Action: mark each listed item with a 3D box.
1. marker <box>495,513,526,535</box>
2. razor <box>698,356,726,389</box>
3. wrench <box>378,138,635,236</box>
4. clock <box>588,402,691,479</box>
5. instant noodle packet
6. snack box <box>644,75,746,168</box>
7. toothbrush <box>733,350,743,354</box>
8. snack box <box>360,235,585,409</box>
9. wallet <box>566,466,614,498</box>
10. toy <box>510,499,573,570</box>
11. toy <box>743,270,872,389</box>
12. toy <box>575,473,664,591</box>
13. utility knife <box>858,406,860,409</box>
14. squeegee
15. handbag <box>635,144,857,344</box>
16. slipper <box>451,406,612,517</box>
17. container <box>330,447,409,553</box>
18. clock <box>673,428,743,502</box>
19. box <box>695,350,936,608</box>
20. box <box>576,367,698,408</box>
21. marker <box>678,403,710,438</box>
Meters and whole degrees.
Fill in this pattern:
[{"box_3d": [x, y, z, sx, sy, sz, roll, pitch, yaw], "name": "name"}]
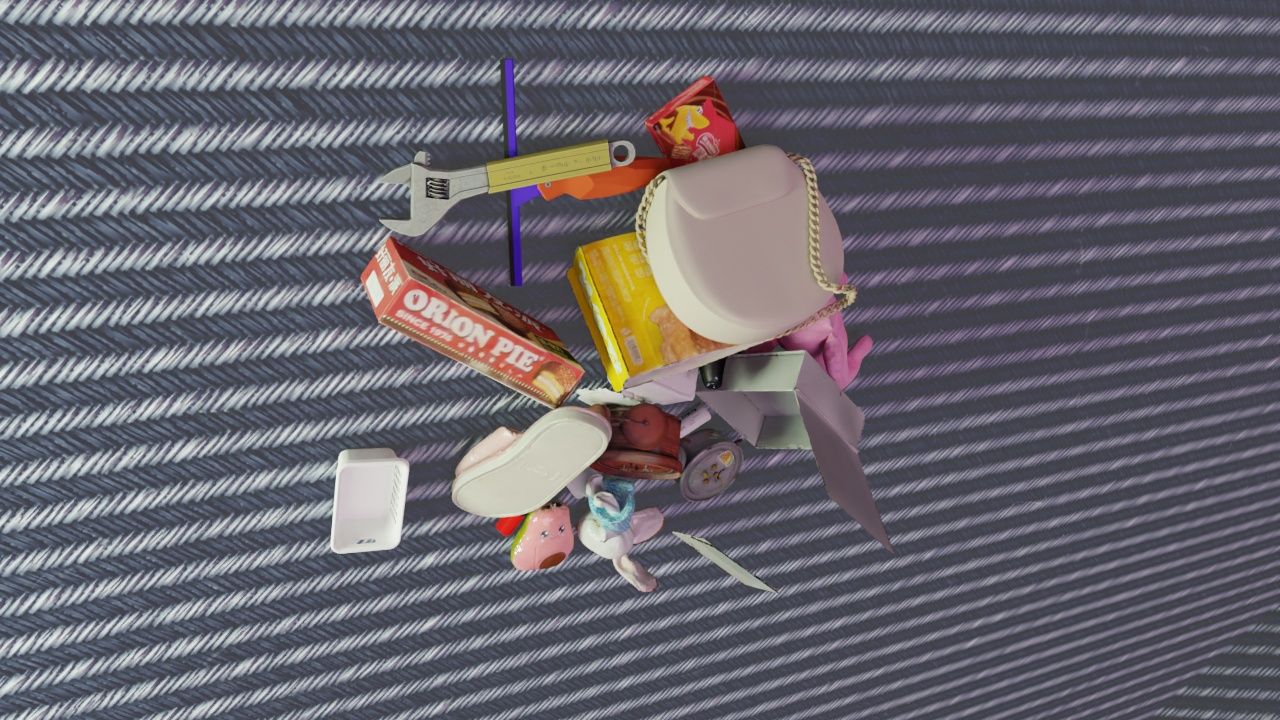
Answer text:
[{"box_3d": [-0.142, 0.172, 1.180, 0.023, 0.021, 0.145, 30, 118, -14], "name": "marker"}, {"box_3d": [0.081, -0.033, 1.117, 0.064, 0.140, 0.053, -1, 157, 9], "name": "razor"}, {"box_3d": [-0.138, -0.188, 0.949, 0.273, 0.018, 0.084, -11, 113, -3], "name": "wrench"}, {"box_3d": [-0.009, 0.100, 1.146, 0.157, 0.121, 0.072, 36, 57, -57], "name": "clock"}, {"box_3d": [0.047, -0.073, 1.062, 0.221, 0.163, 0.084, -17, 167, -21], "name": "instant noodle packet"}, {"box_3d": [0.071, -0.246, 1.053, 0.089, 0.021, 0.133, -37, 128, -3], "name": "snack box"}, {"box_3d": [0.147, -0.002, 1.239, 0.135, 0.017, 0.022, 25, 146, -35], "name": "toothbrush"}, {"box_3d": [-0.180, -0.037, 0.998, 0.236, 0.113, 0.060, 31, 101, -36], "name": "snack box"}, {"box_3d": [-0.077, 0.126, 1.198, 0.086, 0.032, 0.116, -40, 128, -1], "name": "wallet"}, {"box_3d": [-0.129, 0.232, 1.222, 0.090, 0.051, 0.110, -7, 121, -25], "name": "toy"}, {"box_3d": [0.232, -0.028, 1.200, 0.186, 0.128, 0.265, -41, 133, -4], "name": "toy"}, {"box_3d": [-0.043, 0.221, 1.222, 0.106, 0.130, 0.205, -7, 143, 15], "name": "toy"}, {"box_3d": [0.272, 0.085, 1.356, 0.128, 0.015, 0.022, -10, 91, -22], "name": "utility knife"}, {"box_3d": [-0.053, -0.201, 0.998, 0.184, 0.055, 0.250, -10, 122, -20], "name": "squeegee"}, {"box_3d": [0.118, -0.128, 1.007, 0.210, 0.104, 0.208, -20, 83, -24], "name": "handbag"}, {"box_3d": [-0.133, 0.117, 1.097, 0.114, 0.054, 0.275, 30, 135, -28], "name": "slipper"}, {"box_3d": [-0.323, 0.160, 1.085, 0.080, 0.049, 0.129, 0, 118, -26], "name": "container"}, {"box_3d": [0.080, 0.143, 1.263, 0.147, 0.056, 0.104, 11, 115, -39], "name": "clock"}, {"box_3d": [0.218, 0.108, 1.118, 0.150, 0.368, 0.167, -44, 127, 7], "name": "box"}, {"box_3d": [-0.010, 0.017, 1.148, 0.108, 0.137, 0.124, 23, 66, -35], "name": "box"}, {"box_3d": [0.038, 0.102, 1.244, 0.126, 0.025, 0.025, -33, 128, -5], "name": "marker"}]
